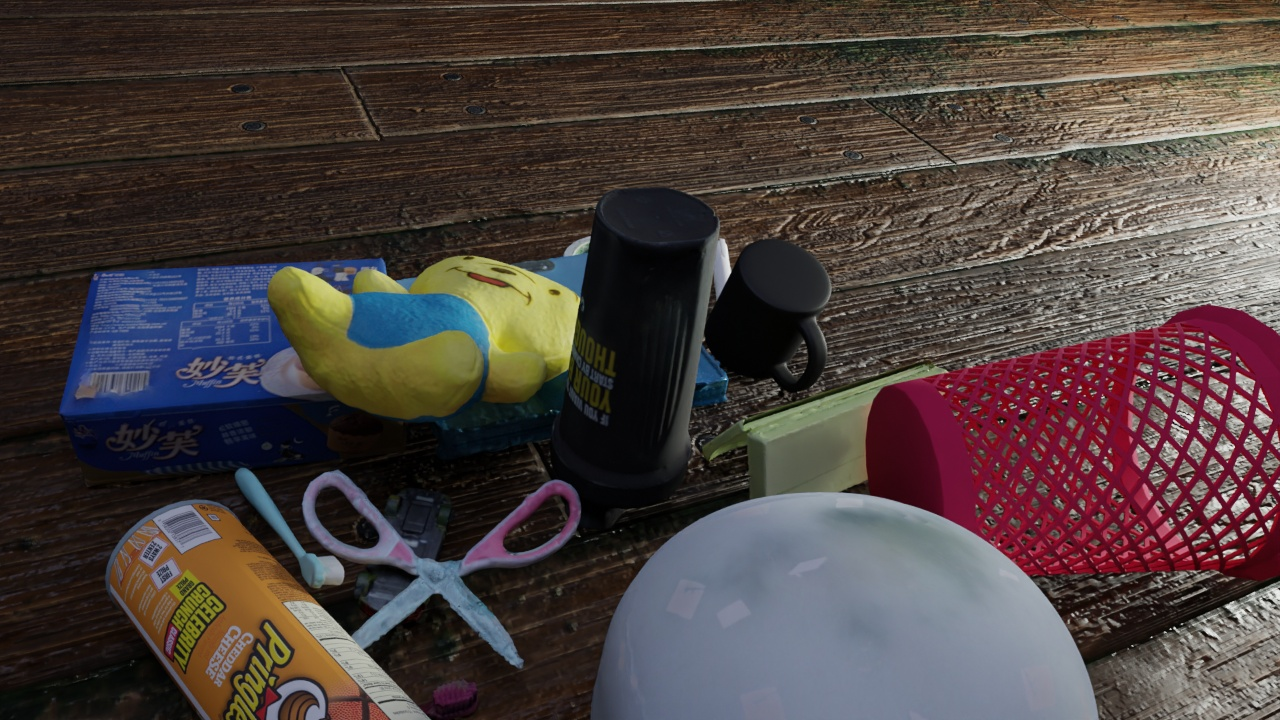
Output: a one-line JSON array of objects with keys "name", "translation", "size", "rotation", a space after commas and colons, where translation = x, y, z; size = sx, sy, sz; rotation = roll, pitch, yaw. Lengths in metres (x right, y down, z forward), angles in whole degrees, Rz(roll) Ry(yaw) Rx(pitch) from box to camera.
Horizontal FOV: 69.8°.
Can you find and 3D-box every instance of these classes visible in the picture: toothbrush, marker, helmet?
[{"name": "toothbrush", "translation": [-0.177, 0.195, 0.472], "size": [0.189, 0.016, 0.016], "rotation": [-7, 42, -20]}, {"name": "toothbrush", "translation": [-0.213, 0.094, 0.542], "size": [0.016, 0.016, 0.181], "rotation": [6, 8, -38]}, {"name": "marker", "translation": [0.078, -0.071, 0.849], "size": [0.017, 0.020, 0.133], "rotation": [13, 38, -11]}, {"name": "helmet", "translation": [0.112, 0.158, 0.457], "size": [0.264, 0.164, 0.236], "rotation": [3, 40, -9]}]

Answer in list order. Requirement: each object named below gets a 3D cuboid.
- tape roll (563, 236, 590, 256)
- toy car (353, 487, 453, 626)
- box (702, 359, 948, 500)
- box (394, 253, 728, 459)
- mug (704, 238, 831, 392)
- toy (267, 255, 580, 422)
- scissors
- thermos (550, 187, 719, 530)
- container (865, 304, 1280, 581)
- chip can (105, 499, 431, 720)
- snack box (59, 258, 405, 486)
[{"name": "tape roll", "translation": [-0.025, -0.085, 0.849], "size": [0.094, 0.018, 0.093], "rotation": [5, 38, -4]}, {"name": "toy car", "translation": [-0.142, 0.118, 0.557], "size": [0.042, 0.036, 0.091], "rotation": [9, 39, -2]}, {"name": "box", "translation": [0.146, 0.048, 0.674], "size": [0.187, 0.078, 0.090], "rotation": [-14, 43, -28]}, {"name": "box", "translation": [-0.066, -0.011, 0.728], "size": [0.231, 0.048, 0.176], "rotation": [-10, 50, -22]}, {"name": "mug", "translation": [0.110, -0.028, 0.741], "size": [0.078, 0.088, 0.113], "rotation": [-14, 59, -27]}, {"name": "toy", "translation": [-0.121, -0.017, 0.605], "size": [0.149, 0.084, 0.213], "rotation": [26, 22, 15]}, {"name": "scissors", "translation": [-0.117, 0.110, 0.539], "size": [0.172, 0.013, 0.170], "rotation": [38, 54, 19]}, {"name": "thermos", "translation": [-0.003, 0.003, 0.580], "size": [0.098, 0.221, 0.098], "rotation": [6, 37, -4]}, {"name": "container", "translation": [0.280, 0.066, 0.607], "size": [0.225, 0.183, 0.183], "rotation": [-6, 40, -6]}, {"name": "chip can", "translation": [-0.182, 0.152, 0.452], "size": [0.215, 0.075, 0.075], "rotation": [28, 42, 35]}, {"name": "snack box", "translation": [-0.278, 0.001, 0.651], "size": [0.202, 0.069, 0.155], "rotation": [-5, 40, -18]}]
